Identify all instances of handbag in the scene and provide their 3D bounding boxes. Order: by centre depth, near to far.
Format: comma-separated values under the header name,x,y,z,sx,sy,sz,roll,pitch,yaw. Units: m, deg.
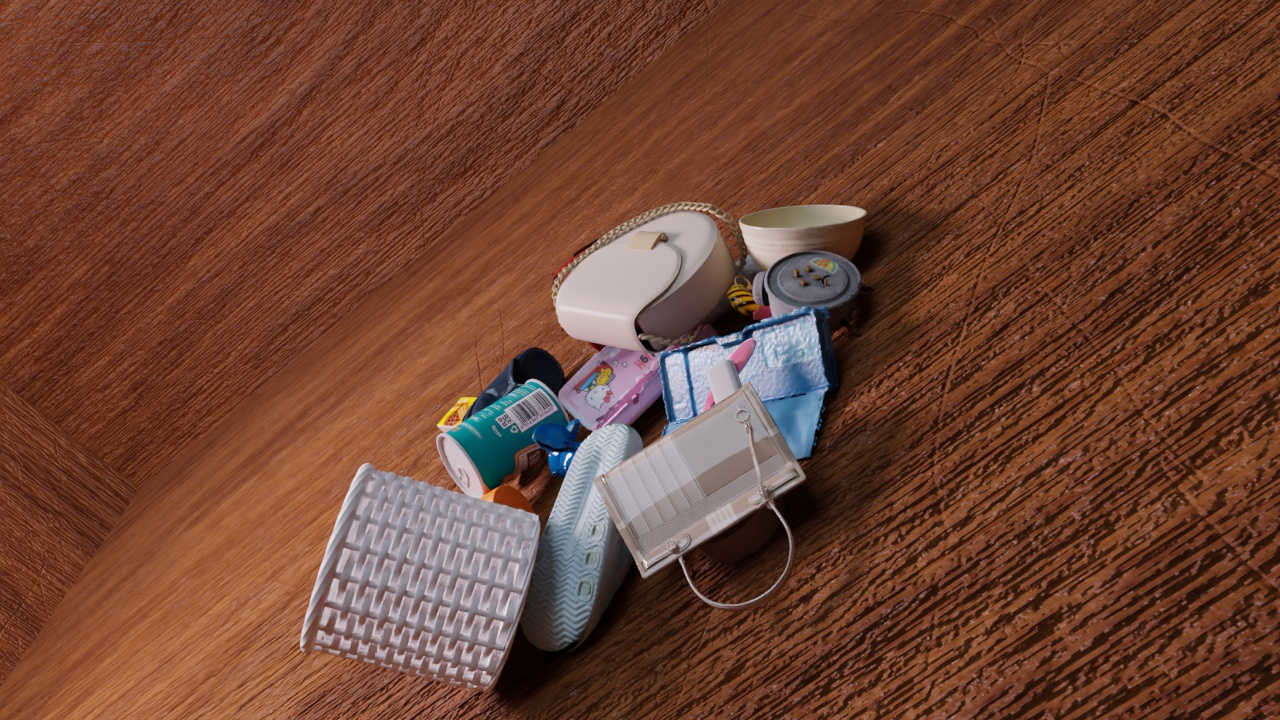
name,x,y,z,sx,sy,sz,roll,pitch,yaw
handbag,0.069,0.137,0.809,0.176,0.062,0.197,-33,40,5
handbag,0.011,-0.099,1.168,0.211,0.103,0.208,12,54,45

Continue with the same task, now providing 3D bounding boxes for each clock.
name,x,y,z,sx,sy,sz,roll,pitch,yaw
clock,0.176,-0.077,1.013,0.148,0.056,0.103,9,46,19

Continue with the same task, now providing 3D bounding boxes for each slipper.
name,x,y,z,sx,sy,sz,roll,pitch,yaw
slipper,-0.045,0.183,0.944,0.104,0.074,0.245,-5,59,43
slipper,-0.168,0.058,1.310,0.084,0.109,0.264,-42,13,40

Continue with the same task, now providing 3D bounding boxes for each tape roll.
name,x,y,z,sx,sy,sz,roll,pitch,yaw
tape roll,0.088,0.144,0.863,0.094,0.030,0.093,-34,24,17

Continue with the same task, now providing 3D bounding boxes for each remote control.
name,x,y,z,sx,sy,sz,roll,pitch,yaw
remote control,0.097,0.061,0.931,0.033,0.012,0.130,-32,59,28

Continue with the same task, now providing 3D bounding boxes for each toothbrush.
name,x,y,z,sx,sy,sz,roll,pitch,yaw
toothbrush,0.082,0.033,0.970,0.021,0.016,0.135,41,105,39

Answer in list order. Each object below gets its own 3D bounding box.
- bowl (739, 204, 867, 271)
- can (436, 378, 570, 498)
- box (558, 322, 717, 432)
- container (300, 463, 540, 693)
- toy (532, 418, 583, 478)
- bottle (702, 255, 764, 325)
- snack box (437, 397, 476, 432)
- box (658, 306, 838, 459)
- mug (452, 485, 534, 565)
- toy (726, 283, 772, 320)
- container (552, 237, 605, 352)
name,x,y,z,sx,sy,sz,roll,pitch,yaw
bowl,0.196,-0.138,1.104,0.151,0.075,0.150,-5,17,1
can,-0.175,0.102,1.189,0.143,0.099,0.099,-33,17,-29
box,-0.008,0.006,1.166,0.201,0.101,0.111,-44,-2,-6
container,-0.218,0.220,0.925,0.189,0.186,0.189,-164,91,-80
toy,-0.082,0.110,1.100,0.071,0.113,0.176,-48,7,-8
bottle,0.105,-0.084,1.220,0.136,0.044,0.044,-40,23,5
snack box,-0.241,0.104,1.383,0.106,0.083,0.061,-2,45,55
box,0.106,0.046,0.993,0.232,0.060,0.175,-16,59,45
mug,-0.183,0.203,1.139,0.096,0.077,0.112,-31,6,23
toy,0.155,-0.072,1.098,0.103,0.046,0.084,2,33,11
container,-0.053,-0.106,1.377,0.127,0.148,0.200,-35,33,17
